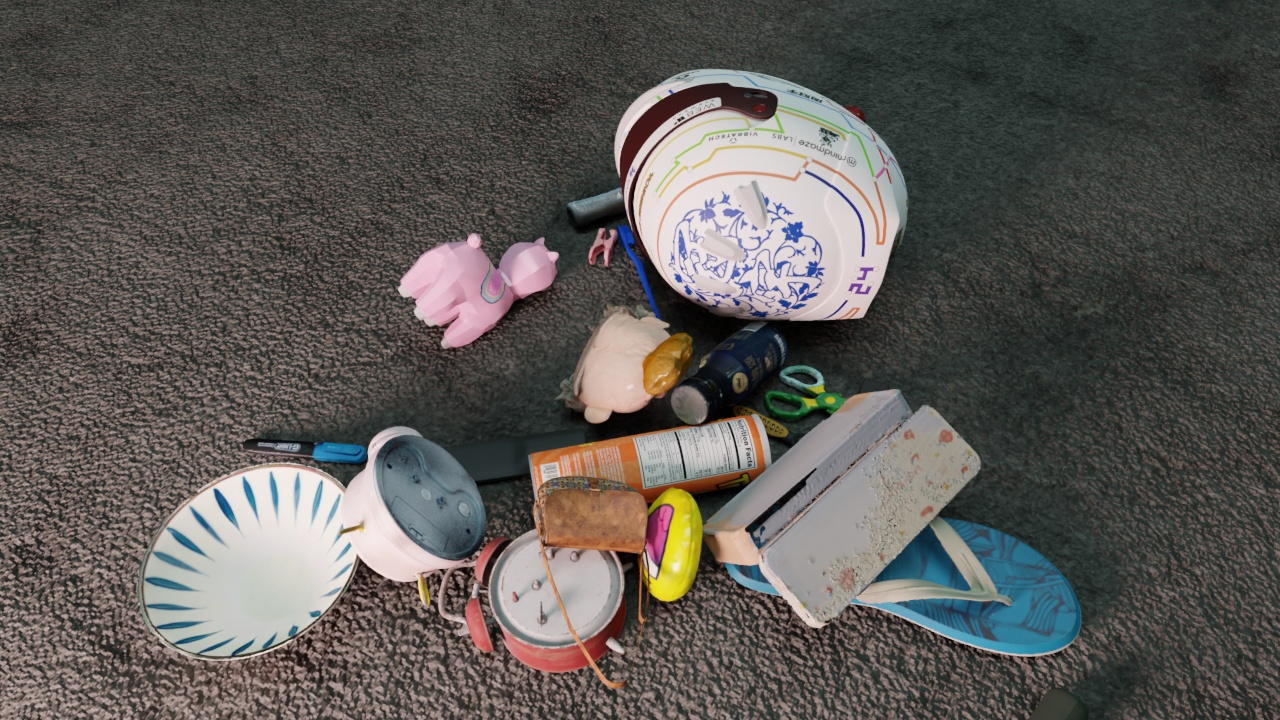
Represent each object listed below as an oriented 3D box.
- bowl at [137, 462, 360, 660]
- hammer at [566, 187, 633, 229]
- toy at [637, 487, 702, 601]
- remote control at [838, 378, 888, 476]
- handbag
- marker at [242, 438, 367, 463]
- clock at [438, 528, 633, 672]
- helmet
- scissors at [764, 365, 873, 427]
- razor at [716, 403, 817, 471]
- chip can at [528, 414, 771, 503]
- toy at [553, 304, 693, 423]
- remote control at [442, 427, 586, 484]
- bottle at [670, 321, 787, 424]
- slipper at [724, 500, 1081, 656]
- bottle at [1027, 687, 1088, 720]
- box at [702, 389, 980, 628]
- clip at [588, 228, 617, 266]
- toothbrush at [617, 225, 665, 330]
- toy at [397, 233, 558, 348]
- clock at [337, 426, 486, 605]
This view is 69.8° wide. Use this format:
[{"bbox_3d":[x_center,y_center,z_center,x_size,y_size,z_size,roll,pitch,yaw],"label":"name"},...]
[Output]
[{"bbox_3d":[-0.312,0.178,0.766,0.177,0.071,0.177,-1,50,1],"label":"bowl"},{"bbox_3d":[0.068,-0.221,1.120,0.325,0.036,0.140,-22,51,-15],"label":"hammer"},{"bbox_3d":[0.026,0.153,0.764,0.041,0.094,0.095,10,24,-18],"label":"toy"},{"bbox_3d":[0.218,0.064,0.885,0.039,0.010,0.124,13,50,13],"label":"remote control"},{"bbox_3d":[-0.032,0.161,0.706,0.093,0.043,0.195,7,34,-13],"label":"handbag"},{"bbox_3d":[-0.323,0.085,0.882,0.123,0.015,0.018,4,51,7],"label":"marker"},{"bbox_3d":[-0.088,0.190,0.754,0.157,0.062,0.109,2,50,4],"label":"clock"},{"bbox_3d":[0.110,-0.158,0.931,0.314,0.232,0.235,15,44,6],"label":"helmet"},{"bbox_3d":[0.190,0.035,0.901,0.132,0.013,0.077,10,48,21],"label":"scissors"},{"bbox_3d":[0.120,0.061,0.884,0.144,0.021,0.044,26,73,21],"label":"razor"},{"bbox_3d":[0.008,0.097,0.830,0.210,0.062,0.062,-10,50,-6],"label":"chip can"},{"bbox_3d":[-0.005,0.005,0.871,0.176,0.076,0.132,6,66,58],"label":"toy"},{"bbox_3d":[-0.120,0.090,0.868,0.140,0.021,0.045,-9,49,-4],"label":"remote control"},{"bbox_3d":[0.086,0.011,0.877,0.056,0.056,0.160,28,36,23],"label":"bottle"},{"bbox_3d":[0.217,0.165,0.768,0.295,0.060,0.118,8,46,10],"label":"slipper"},{"bbox_3d":[0.283,0.294,0.672,0.122,0.033,0.033,-37,58,-26],"label":"bottle"},{"bbox_3d":[0.170,0.118,0.771,0.216,0.094,0.121,-36,13,-24],"label":"box"},{"bbox_3d":[-0.036,-0.131,1.054,0.039,0.023,0.059,2,48,8],"label":"clip"},{"bbox_3d":[0.006,-0.087,1.020,0.011,0.017,0.186,-13,52,-12],"label":"toothbrush"},{"bbox_3d":[-0.163,-0.085,0.963,0.157,0.123,0.067,-37,56,-7],"label":"toy"},{"bbox_3d":[-0.190,0.116,0.779,0.059,0.117,0.157,-36,24,21],"label":"clock"}]
